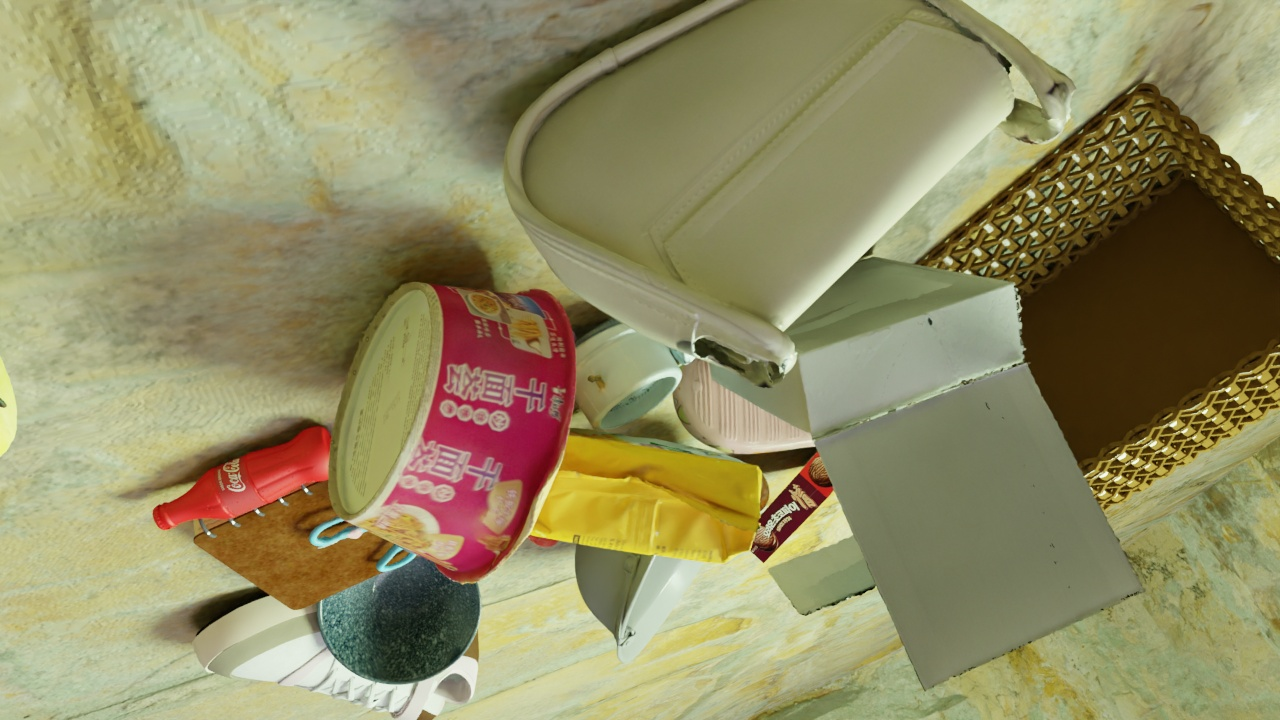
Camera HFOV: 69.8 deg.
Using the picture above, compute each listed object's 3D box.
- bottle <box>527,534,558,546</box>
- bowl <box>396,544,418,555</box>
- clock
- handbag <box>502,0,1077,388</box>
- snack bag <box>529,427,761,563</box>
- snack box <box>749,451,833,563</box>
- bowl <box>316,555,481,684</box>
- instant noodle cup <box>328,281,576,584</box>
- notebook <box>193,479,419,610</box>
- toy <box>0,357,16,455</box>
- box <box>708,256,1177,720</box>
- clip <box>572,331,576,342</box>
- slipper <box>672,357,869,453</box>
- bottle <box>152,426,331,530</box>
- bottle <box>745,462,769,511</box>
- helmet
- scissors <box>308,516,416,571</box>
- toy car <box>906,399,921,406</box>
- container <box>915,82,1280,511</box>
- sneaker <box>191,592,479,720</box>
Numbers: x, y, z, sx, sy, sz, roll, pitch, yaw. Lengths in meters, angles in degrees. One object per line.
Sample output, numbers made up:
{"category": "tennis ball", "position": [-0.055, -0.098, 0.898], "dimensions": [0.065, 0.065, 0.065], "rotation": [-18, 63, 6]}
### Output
{"category": "bottle", "position": [-0.064, 0.123, 0.826], "dimensions": [0.044, 0.044, 0.109], "rotation": [6, 136, -44]}
{"category": "bowl", "position": [-0.140, 0.103, 0.651], "dimensions": [0.110, 0.055, 0.111], "rotation": [-20, 140, -17]}
{"category": "clock", "position": [-0.004, 0.004, 0.665], "dimensions": [0.117, 0.057, 0.083], "rotation": [-20, 157, -35]}
{"category": "handbag", "position": [0.068, -0.090, 0.470], "dimensions": [0.229, 0.184, 0.132], "rotation": [-43, 154, -5]}
{"category": "snack bag", "position": [-0.009, 0.088, 0.636], "dimensions": [0.159, 0.068, 0.247], "rotation": [10, 177, 0]}
{"category": "snack box", "position": [0.184, 0.128, 0.972], "dimensions": [0.151, 0.036, 0.133], "rotation": [-36, 164, -43]}
{"category": "bowl", "position": [-0.209, 0.208, 0.808], "dimensions": [0.137, 0.137, 0.057], "rotation": [-24, -170, -5]}
{"category": "instant noodle cup", "position": [-0.117, 0.031, 0.524], "dimensions": [0.077, 0.178, 0.179], "rotation": [20, 128, -32]}
{"category": "notebook", "position": [-0.198, 0.110, 0.701], "dimensions": [0.225, 0.024, 0.168], "rotation": [-24, 146, -5]}
{"category": "toy", "position": [-0.354, 0.013, 0.378], "dimensions": [0.208, 0.092, 0.134], "rotation": [-20, 145, 8]}
{"category": "box", "position": [0.182, 0.060, 0.619], "dimensions": [0.167, 0.330, 0.165], "rotation": [-18, 158, -15]}
{"category": "clip", "position": [-0.068, -0.004, 0.650], "dimensions": [0.032, 0.013, 0.051], "rotation": [4, 141, -40]}
{"category": "slipper", "position": [0.106, 0.035, 0.777], "dimensions": [0.197, 0.093, 0.082], "rotation": [5, 169, -26]}
{"category": "bottle", "position": [-0.260, 0.081, 0.605], "dimensions": [0.119, 0.036, 0.036], "rotation": [-23, 150, -7]}
{"category": "bottle", "position": [0.091, 0.155, 0.979], "dimensions": [0.063, 0.063, 0.109], "rotation": [-6, 145, -32]}
{"category": "helmet", "position": [-0.009, 0.170, 0.879], "dimensions": [0.182, 0.118, 0.272], "rotation": [-46, 157, -33]}
{"category": "scissors", "position": [-0.183, 0.131, 0.708], "dimensions": [0.135, 0.015, 0.130], "rotation": [-11, 144, -19]}
{"category": "toy car", "position": [0.286, 0.072, 1.032], "dimensions": [0.113, 0.039, 0.039], "rotation": [-30, 130, 7]}
{"category": "container", "position": [0.403, -0.034, 0.768], "dimensions": [0.252, 0.219, 0.213], "rotation": [-42, 147, 25]}
{"category": "sneaker", "position": [-0.262, 0.284, 0.844], "dimensions": [0.112, 0.116, 0.293], "rotation": [-39, 149, 20]}
